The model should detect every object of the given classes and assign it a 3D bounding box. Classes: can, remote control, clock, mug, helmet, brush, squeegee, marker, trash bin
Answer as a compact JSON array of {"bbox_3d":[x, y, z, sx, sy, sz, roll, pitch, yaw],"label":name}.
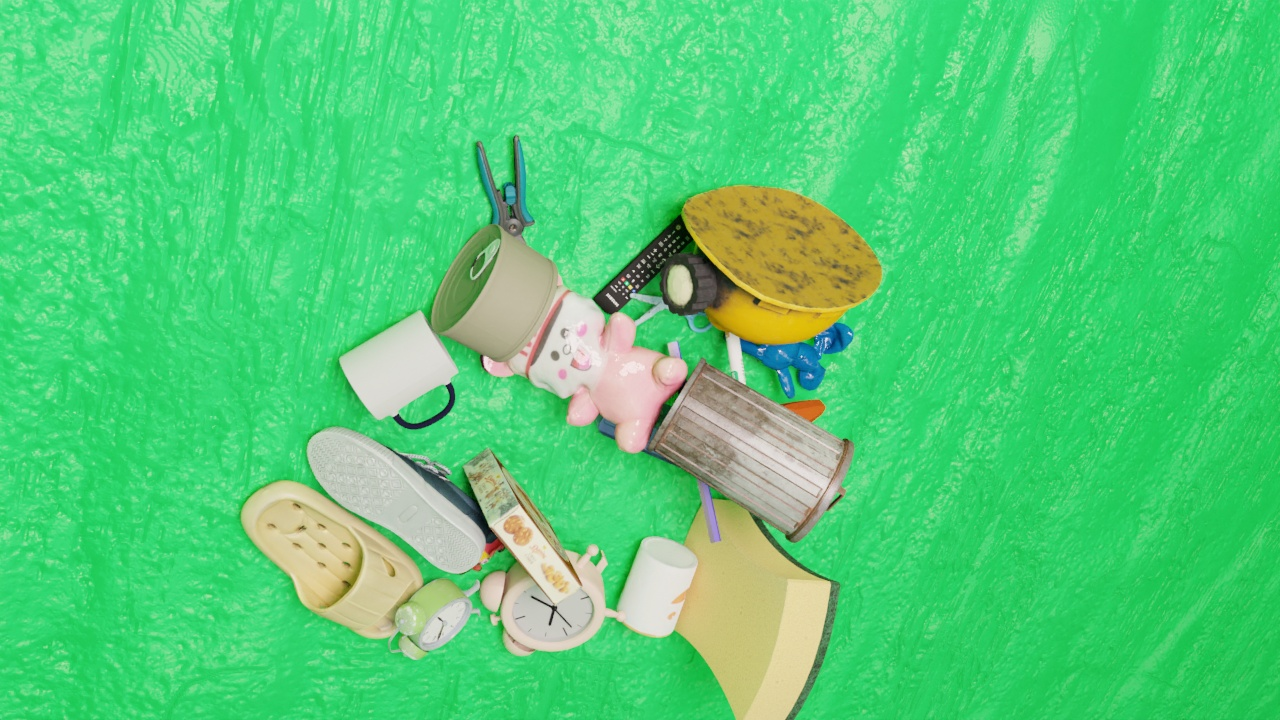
[{"bbox_3d":[-0.152,-0.069,0.956,0.073,0.128,0.128,30,98,-30],"label":"can"},{"bbox_3d":[0.006,-0.112,1.068,0.147,0.015,0.033,-44,121,0],"label":"remote control"},{"bbox_3d":[-0.114,0.301,1.173,0.160,0.086,0.131,-21,118,-2],"label":"clock"},{"bbox_3d":[0.022,0.299,1.216,0.082,0.082,0.105,12,106,-26],"label":"mug"},{"bbox_3d":[0.139,-0.089,1.045,0.254,0.205,0.132,-8,140,-36],"label":"helmet"},{"bbox_3d":[0.134,0.313,1.171,0.075,0.250,0.195,9,104,-26],"label":"brush"},{"bbox_3d":[-0.247,0.019,0.977,0.097,0.079,0.112,-32,98,-7],"label":"mug"},{"bbox_3d":[0.147,0.080,1.124,0.184,0.055,0.249,-15,96,-23],"label":"squeegee"},{"bbox_3d":[0.111,-0.022,1.102,0.017,0.017,0.145,-1,75,-22],"label":"marker"},{"bbox_3d":[0.128,0.102,1.023,0.211,0.130,0.131,31,99,3],"label":"trash bin"},{"bbox_3d":[-0.252,0.311,1.109,0.119,0.042,0.095,-31,144,-37],"label":"clock"}]

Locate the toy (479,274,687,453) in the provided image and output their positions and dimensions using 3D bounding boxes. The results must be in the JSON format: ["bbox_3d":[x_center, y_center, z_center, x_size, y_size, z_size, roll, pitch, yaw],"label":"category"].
[{"bbox_3d":[-0.060,0.000,1.017,0.213,0.084,0.142,30,104,1],"label":"toy"}]

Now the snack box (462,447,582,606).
[{"bbox_3d":[-0.138,0.191,1.065,0.041,0.147,0.143,-35,120,-6],"label":"snack box"}]

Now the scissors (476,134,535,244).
[{"bbox_3d":[-0.138,-0.171,0.978,0.131,0.019,0.150,33,106,-27],"label":"scissors"}]

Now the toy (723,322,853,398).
[{"bbox_3d":[0.191,-0.016,1.159,0.176,0.071,0.113,18,115,-28],"label":"toy"}]

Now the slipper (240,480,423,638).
[{"bbox_3d":[-0.340,0.238,1.044,0.111,0.079,0.261,-40,121,-6],"label":"slipper"}]

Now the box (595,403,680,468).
[{"bbox_3d":[0.050,0.102,1.146,0.210,0.079,0.072,26,97,-30],"label":"box"}]

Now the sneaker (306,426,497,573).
[{"bbox_3d":[-0.260,0.144,1.033,0.235,0.087,0.089,40,114,-10],"label":"sneaker"}]

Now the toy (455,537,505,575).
[{"bbox_3d":[-0.207,0.213,1.109,0.084,0.046,0.103,-34,116,9],"label":"toy"}]

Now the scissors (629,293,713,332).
[{"bbox_3d":[0.047,-0.065,1.104,0.138,0.015,0.120,-33,125,-10],"label":"scissors"}]
